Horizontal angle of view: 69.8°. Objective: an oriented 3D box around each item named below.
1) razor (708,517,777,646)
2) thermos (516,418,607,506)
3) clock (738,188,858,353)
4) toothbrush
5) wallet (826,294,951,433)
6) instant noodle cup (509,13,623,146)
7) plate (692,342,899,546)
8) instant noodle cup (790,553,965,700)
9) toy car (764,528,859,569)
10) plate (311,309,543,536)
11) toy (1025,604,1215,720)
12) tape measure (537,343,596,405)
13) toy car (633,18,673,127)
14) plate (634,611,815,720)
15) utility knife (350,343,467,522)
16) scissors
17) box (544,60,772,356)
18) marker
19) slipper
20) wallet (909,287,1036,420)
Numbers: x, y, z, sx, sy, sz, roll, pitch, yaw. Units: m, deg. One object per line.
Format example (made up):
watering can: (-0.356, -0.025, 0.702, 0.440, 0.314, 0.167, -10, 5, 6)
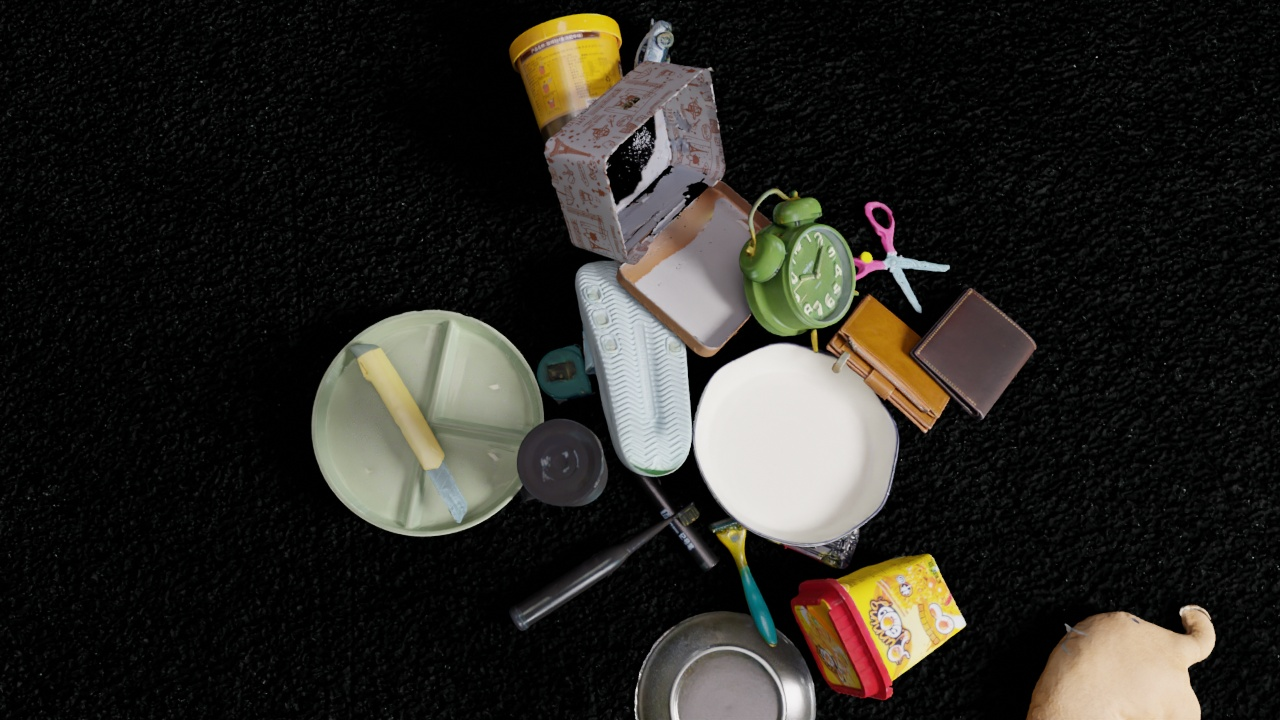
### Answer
razor: (0.109, 0.221, 0.917, 0.043, 0.028, 0.132, -18, 77, -10)
thermos: (-0.073, 0.105, 0.828, 0.090, 0.243, 0.068, -27, 81, -6)
clock: (0.154, -0.096, 0.914, 0.115, 0.056, 0.161, -51, 119, -27)
toothbrush: (-0.034, 0.202, 0.913, 0.212, 0.026, 0.027, -32, 89, -1)
wallet: (0.257, 0.002, 0.928, 0.130, 0.035, 0.118, 42, 48, 6)
instant noodle cup: (-0.067, -0.283, 0.962, 0.118, 0.118, 0.114, -14, 88, -3)
plate: (0.151, 0.084, 0.915, 0.205, 0.046, 0.204, 2, 67, -4)
instant noodle cup: (0.229, 0.247, 0.879, 0.123, 0.116, 0.116, -22, 80, -16)
toy car: (0.165, 0.171, 0.925, 0.106, 0.031, 0.049, 22, 77, 3)
plate: (-0.213, 0.062, 0.931, 0.230, 0.027, 0.230, 2, 76, -7)
toy: (0.467, 0.309, 0.884, 0.143, 0.082, 0.225, 42, 80, 1)
tape measure: (-0.080, 0.015, 0.953, 0.054, 0.025, 0.058, -16, 80, -4)
toy car: (0.009, -0.309, 0.994, 0.037, 0.054, 0.120, 13, 82, -1)
plate: (0.084, 0.338, 0.901, 0.179, 0.024, 0.179, 0, 80, -1)
utility knife: (-0.225, 0.067, 0.904, 0.031, 0.021, 0.208, -31, 76, -12)
scissors: (0.267, -0.113, 0.984, 0.133, 0.017, 0.131, 5, 78, -4)
box: (0.033, -0.152, 0.924, 0.178, 0.133, 0.271, -46, 112, -29)
marker: (0.033, 0.157, 0.934, 0.022, 0.020, 0.132, -32, 80, -35)
slipper: (-0.006, 0.005, 0.928, 0.104, 0.074, 0.245, -4, 63, -15)
wallet: (0.342, -0.010, 0.941, 0.096, 0.020, 0.122, 44, 60, 8)
